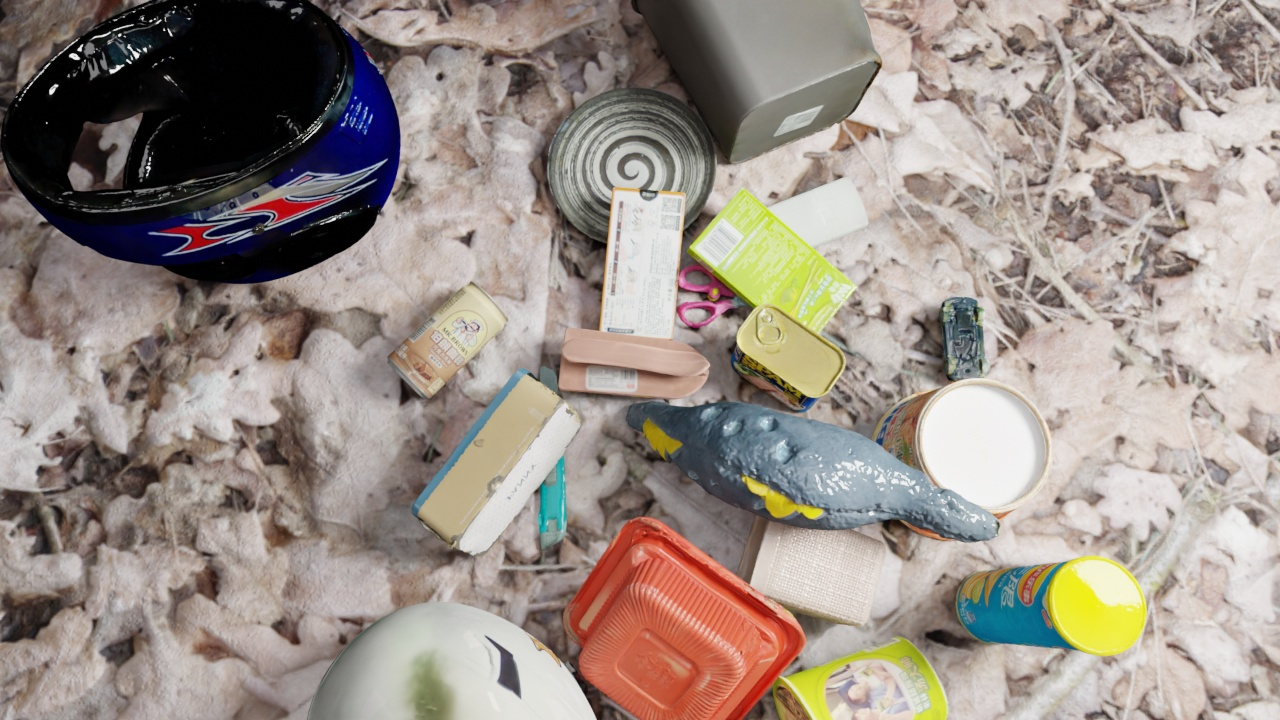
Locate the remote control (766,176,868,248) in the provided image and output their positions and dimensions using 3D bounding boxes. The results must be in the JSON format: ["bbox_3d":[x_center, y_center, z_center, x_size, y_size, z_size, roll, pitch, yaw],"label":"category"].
[{"bbox_3d":[0.161,-0.140,0.960,0.150,0.021,0.058,-21,85,-5],"label":"remote control"}]

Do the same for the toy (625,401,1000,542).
[{"bbox_3d":[0.125,0.090,0.793,0.357,0.137,0.091,16,93,24],"label":"toy"}]

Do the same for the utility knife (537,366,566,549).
[{"bbox_3d":[-0.090,0.093,0.902,0.029,0.013,0.181,-4,74,-1],"label":"utility knife"}]

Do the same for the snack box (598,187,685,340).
[{"bbox_3d":[0.002,-0.097,0.932,0.075,0.026,0.153,5,86,3],"label":"snack box"}]

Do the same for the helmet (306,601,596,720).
[{"bbox_3d":[-0.135,0.318,0.740,0.274,0.157,0.229,45,62,3],"label":"helmet"}]

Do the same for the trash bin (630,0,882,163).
[{"bbox_3d":[0.120,-0.344,0.940,0.199,0.199,0.219,-23,83,-4],"label":"trash bin"}]

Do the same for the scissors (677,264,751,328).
[{"bbox_3d":[0.103,-0.055,0.944,0.137,0.017,0.073,11,74,-1],"label":"scissors"}]

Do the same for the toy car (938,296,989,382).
[{"bbox_3d":[0.323,-0.019,0.923,0.043,0.034,0.090,-1,77,-3],"label":"toy car"}]

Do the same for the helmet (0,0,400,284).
[{"bbox_3d":[-0.381,-0.185,0.857,0.314,0.241,0.247,-33,76,-19],"label":"helmet"}]

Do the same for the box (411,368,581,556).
[{"bbox_3d":[-0.126,0.092,0.856,0.061,0.090,0.184,32,78,20],"label":"box"}]

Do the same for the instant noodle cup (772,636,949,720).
[{"bbox_3d":[0.196,0.304,0.802,0.123,0.112,0.111,-21,76,-14],"label":"instant noodle cup"}]

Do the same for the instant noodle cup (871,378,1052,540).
[{"bbox_3d":[0.301,0.087,0.853,0.151,0.111,0.151,0,75,0],"label":"instant noodle cup"}]

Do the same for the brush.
[{"bbox_3d":[-0.005,0.005,0.896,0.145,0.073,0.063,6,74,0],"label":"brush"}]

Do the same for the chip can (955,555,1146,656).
[{"bbox_3d":[0.333,0.206,0.769,0.071,0.210,0.071,0,75,-1],"label":"chip can"}]

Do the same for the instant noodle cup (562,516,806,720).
[{"bbox_3d":[0.025,0.244,0.792,0.189,0.078,0.165,34,116,10],"label":"instant noodle cup"}]

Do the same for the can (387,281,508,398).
[{"bbox_3d":[-0.191,-0.020,0.910,0.058,0.058,0.116,43,78,11],"label":"can"}]

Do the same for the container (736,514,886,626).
[{"bbox_3d":[0.154,0.188,0.840,0.111,0.090,0.090,19,75,1],"label":"container"}]

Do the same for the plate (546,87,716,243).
[{"bbox_3d":[-0.009,-0.204,0.974,0.179,0.024,0.179,0,81,1],"label":"plate"}]

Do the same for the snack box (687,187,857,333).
[{"bbox_3d":[0.133,-0.093,0.929,0.156,0.026,0.085,40,85,-1],"label":"snack box"}]

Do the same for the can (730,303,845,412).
[{"bbox_3d":[0.139,0.001,0.891,0.102,0.083,0.057,35,77,9],"label":"can"}]
